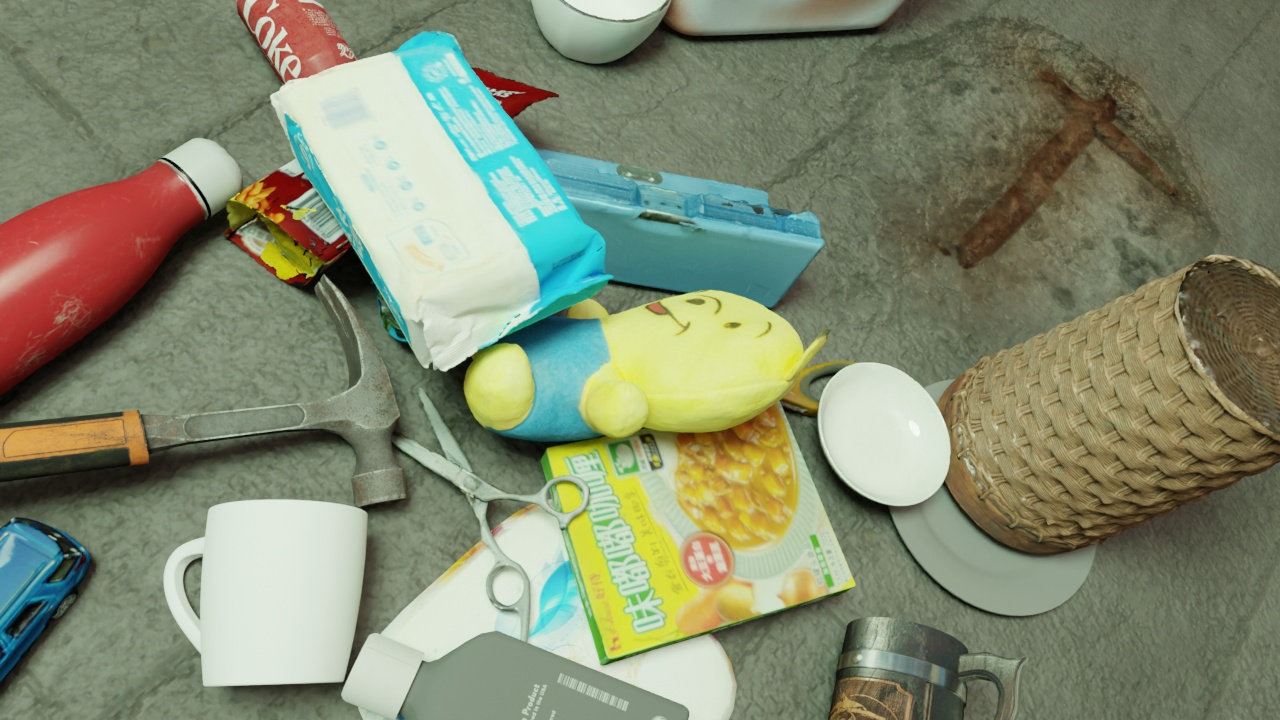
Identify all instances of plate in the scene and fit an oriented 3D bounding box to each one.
[{"bbox_3d":[0.164,0.054,0.638,0.104,0.026,0.104,8,64,-18],"label":"plate"},{"bbox_3d":[-0.047,0.187,0.532,0.187,0.016,0.186,45,61,7],"label":"plate"},{"bbox_3d":[0.255,0.098,0.675,0.178,0.012,0.178,7,64,-15],"label":"plate"}]

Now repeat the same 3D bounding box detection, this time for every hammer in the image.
[{"bbox_3d":[-0.286,0.029,0.475,0.313,0.035,0.137,-6,81,-31],"label":"hammer"}]

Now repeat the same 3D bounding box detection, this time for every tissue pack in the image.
[{"bbox_3d":[-0.117,-0.099,0.519,0.116,0.066,0.209,-27,71,-21],"label":"tissue pack"}]

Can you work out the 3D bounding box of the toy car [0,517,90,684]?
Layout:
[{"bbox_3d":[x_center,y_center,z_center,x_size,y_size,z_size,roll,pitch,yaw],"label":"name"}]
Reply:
[{"bbox_3d":[-0.331,0.132,0.451,0.056,0.044,0.120,30,61,-2],"label":"toy car"}]

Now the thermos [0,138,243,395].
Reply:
[{"bbox_3d":[-0.331,-0.050,0.521,0.073,0.073,0.239,41,60,4],"label":"thermos"}]

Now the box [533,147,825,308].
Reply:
[{"bbox_3d":[0.004,-0.119,0.655,0.231,0.094,0.112,8,61,-14],"label":"box"}]

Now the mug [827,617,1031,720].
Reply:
[{"bbox_3d":[0.164,0.216,0.533,0.080,0.116,0.107,43,52,-35],"label":"mug"}]

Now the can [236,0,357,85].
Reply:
[{"bbox_3d":[-0.239,-0.224,0.645,0.053,0.054,0.096,-28,76,-27],"label":"can"}]

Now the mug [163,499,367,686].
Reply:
[{"bbox_3d":[-0.204,0.125,0.485,0.114,0.081,0.087,-6,71,13],"label":"mug"}]

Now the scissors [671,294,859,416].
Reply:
[{"bbox_3d":[0.094,0.041,0.648,0.228,0.016,0.225,-18,71,-24],"label":"scissors"}]

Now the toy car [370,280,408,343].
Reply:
[{"bbox_3d":[-0.153,-0.053,0.604,0.048,0.032,0.105,-13,56,-20],"label":"toy car"}]

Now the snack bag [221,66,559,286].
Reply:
[{"bbox_3d":[-0.169,-0.140,0.606,0.139,0.067,0.207,17,56,32],"label":"snack bag"}]

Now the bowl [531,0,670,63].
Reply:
[{"bbox_3d":[-0.037,-0.292,0.736,0.116,0.066,0.116,7,64,-14],"label":"bowl"}]

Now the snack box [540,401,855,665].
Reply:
[{"bbox_3d":[0.036,0.101,0.573,0.167,0.027,0.132,-10,67,-21],"label":"snack box"}]

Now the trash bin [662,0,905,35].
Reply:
[{"bbox_3d":[0.127,-0.393,0.786,0.259,0.158,0.181,-12,70,-21],"label":"trash bin"}]

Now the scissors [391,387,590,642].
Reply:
[{"bbox_3d":[-0.102,0.089,0.546,0.142,0.014,0.146,7,73,11],"label":"scissors"}]

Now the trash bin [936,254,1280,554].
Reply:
[{"bbox_3d":[0.313,0.028,0.596,0.151,0.211,0.151,7,63,-15],"label":"trash bin"}]

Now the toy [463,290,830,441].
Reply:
[{"bbox_3d":[-0.003,0.003,0.568,0.214,0.084,0.149,-5,24,-8],"label":"toy"}]

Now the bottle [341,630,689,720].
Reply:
[{"bbox_3d":[-0.069,0.193,0.483,0.174,0.046,0.083,25,61,-5],"label":"bottle"}]
